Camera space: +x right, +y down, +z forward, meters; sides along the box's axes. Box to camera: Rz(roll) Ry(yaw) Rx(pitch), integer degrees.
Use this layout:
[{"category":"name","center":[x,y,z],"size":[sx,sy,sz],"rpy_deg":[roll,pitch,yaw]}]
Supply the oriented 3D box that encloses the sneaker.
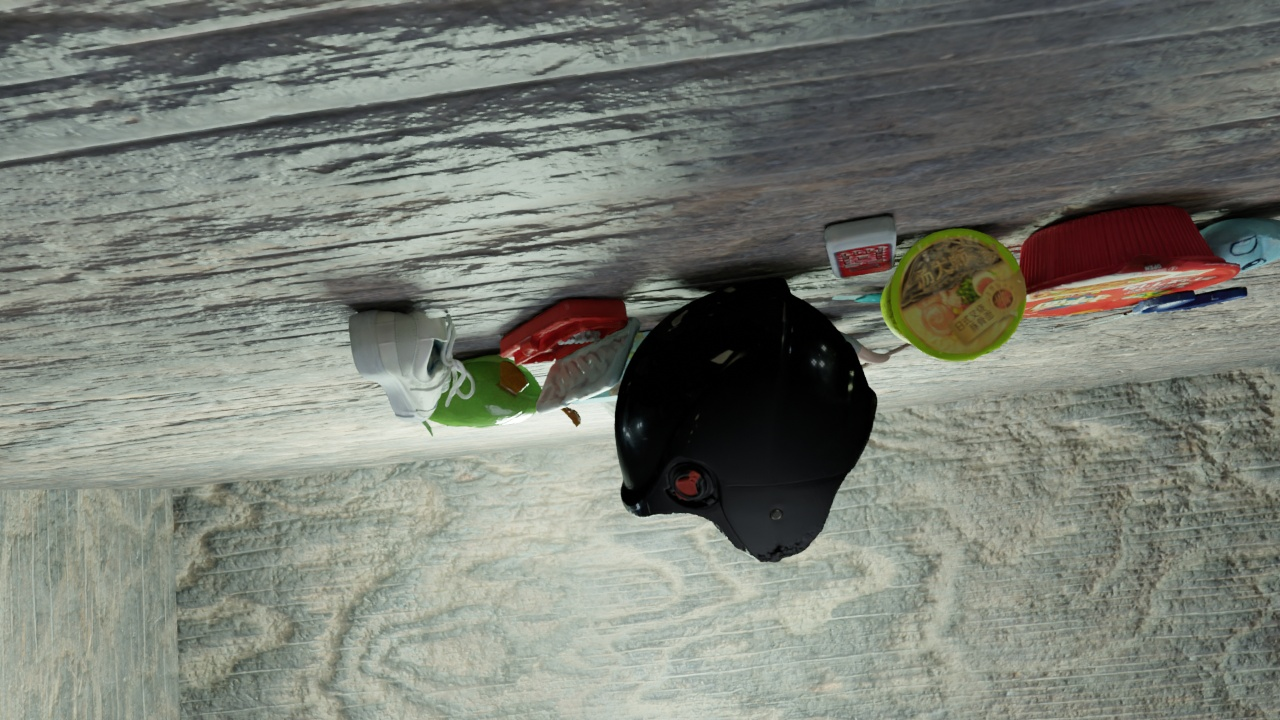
[{"category":"sneaker","center":[-0.217,0.002,0.922],"size":[0.090,0.089,0.242],"rpy_deg":[-10,166,-6]}]

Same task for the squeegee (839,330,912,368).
[{"category":"squeegee","center":[0.274,-0.020,1.172],"size":[0.248,0.040,0.249],"rpy_deg":[-29,152,35]}]

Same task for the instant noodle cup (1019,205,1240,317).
[{"category":"instant noodle cup","center":[0.413,-0.088,0.810],"size":[0.194,0.066,0.194],"rpy_deg":[-6,173,-1]}]

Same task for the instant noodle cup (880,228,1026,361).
[{"category":"instant noodle cup","center":[0.269,-0.054,0.825],"size":[0.112,0.111,0.123],"rpy_deg":[-7,180,4]}]

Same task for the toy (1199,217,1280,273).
[{"category":"toy","center":[0.542,-0.103,0.857],"size":[0.157,0.050,0.161],"rpy_deg":[-11,176,42]}]

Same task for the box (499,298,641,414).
[{"category":"box","center":[-0.074,0.003,0.965],"size":[0.095,0.098,0.202],"rpy_deg":[-2,170,-28]}]

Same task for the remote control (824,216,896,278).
[{"category":"remote control","center":[0.185,-0.092,0.768],"size":[0.056,0.020,0.136],"rpy_deg":[-7,172,14]}]

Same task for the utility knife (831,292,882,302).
[{"category":"utility knife","center":[0.281,-0.071,1.004],"size":[0.186,0.013,0.029],"rpy_deg":[-3,170,-30]}]

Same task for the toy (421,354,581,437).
[{"category":"toy","center":[-0.204,0.042,1.161],"size":[0.247,0.089,0.227],"rpy_deg":[-3,157,31]}]

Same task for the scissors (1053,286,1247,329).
[{"category":"scissors","center":[0.482,-0.048,0.867],"size":[0.163,0.012,0.162],"rpy_deg":[-9,174,15]}]

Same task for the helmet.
[{"category":"helmet","center":[0.088,0.048,0.900],"size":[0.275,0.230,0.233],"rpy_deg":[-17,-161,14]}]

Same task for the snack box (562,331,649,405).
[{"category":"snack box","center":[-0.007,0.006,1.113],"size":[0.175,0.074,0.051],"rpy_deg":[-7,172,7]}]

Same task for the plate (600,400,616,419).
[{"category":"plate","center":[0.040,0.050,1.401],"size":[0.205,0.045,0.205],"rpy_deg":[-17,180,0]}]
